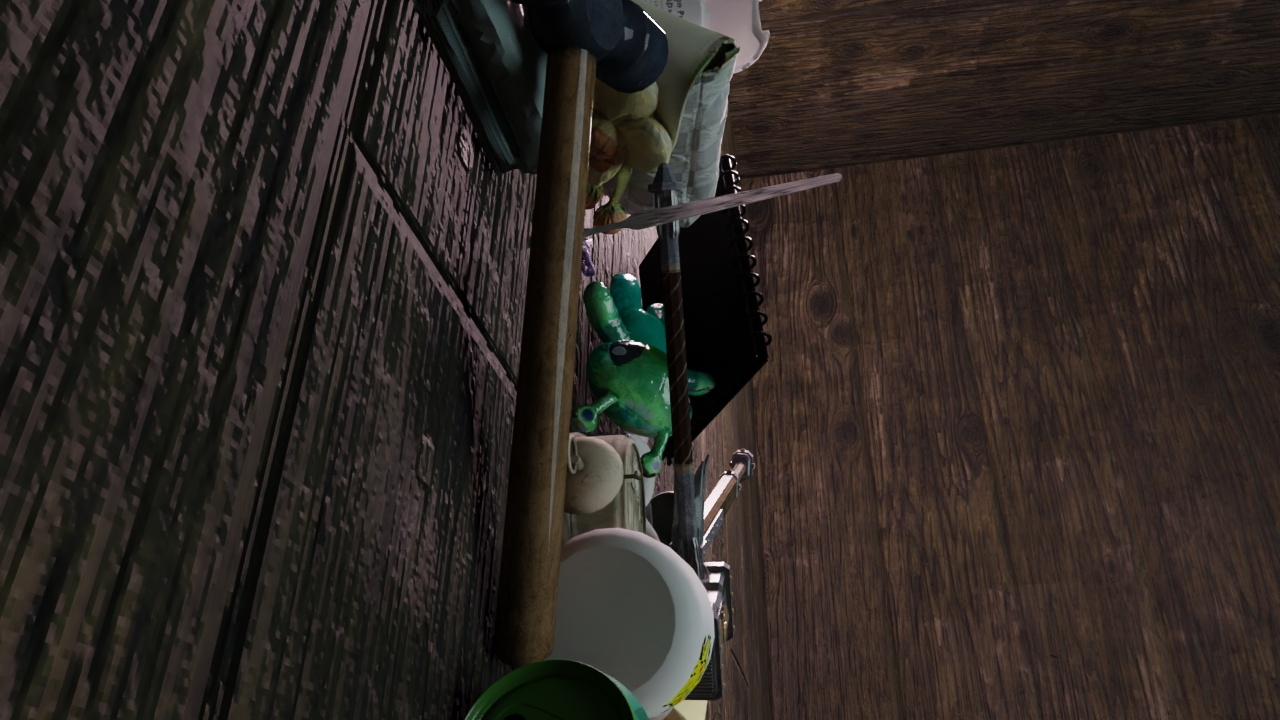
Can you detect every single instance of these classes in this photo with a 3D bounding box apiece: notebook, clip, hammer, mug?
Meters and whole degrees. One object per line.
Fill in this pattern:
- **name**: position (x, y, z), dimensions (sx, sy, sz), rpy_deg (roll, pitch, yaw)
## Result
- **notebook**: position (0.048, -0.050, 0.794), dimensions (0.170, 0.019, 0.231), rpy_deg (-53, -148, 44)
- **clip**: position (-0.040, -0.073, 0.656), dimensions (0.050, 0.014, 0.045), rpy_deg (-81, 166, -65)
- **hammer**: position (0.026, 0.040, 0.580), dimensions (0.098, 0.044, 0.322), rpy_deg (-38, 124, -77)
- **hammer**: position (0.069, 0.126, 0.797), dimensions (0.316, 0.028, 0.147), rpy_deg (-22, 115, -75)
- **hammer**: position (-0.041, -0.021, 0.421), dimensions (0.129, 0.040, 0.321), rpy_deg (3, 91, -65)
- **mug**: position (-0.017, 0.145, 0.469), dimensions (0.115, 0.094, 0.068), rpy_deg (-54, 158, -9)

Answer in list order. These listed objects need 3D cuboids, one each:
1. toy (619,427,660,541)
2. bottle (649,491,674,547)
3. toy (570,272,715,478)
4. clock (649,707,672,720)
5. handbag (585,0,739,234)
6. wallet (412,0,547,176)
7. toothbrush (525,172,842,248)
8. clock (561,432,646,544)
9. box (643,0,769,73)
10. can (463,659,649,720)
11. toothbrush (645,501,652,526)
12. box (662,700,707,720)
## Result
- **toy**: position (-0.007, 0.088, 0.687), dimensions (0.076, 0.037, 0.125), rpy_deg (61, 23, -59)
- **bottle**: position (0.040, 0.156, 0.881), dimensions (0.174, 0.055, 0.055), rpy_deg (47, 39, -76)
- **toy**: position (-0.004, 0.004, 0.677), dimensions (0.130, 0.073, 0.193), rpy_deg (38, 28, -20)
- **clock**: position (-0.001, 0.201, 0.643), dimensions (0.125, 0.044, 0.087), rpy_deg (73, 15, -49)
- **handbag**: position (-0.003, -0.153, 0.631), dimensions (0.123, 0.112, 0.172), rpy_deg (-53, 162, -23)
- **wallet**: position (-0.066, -0.164, 0.451), dimensions (0.132, 0.054, 0.100), rpy_deg (60, 25, -56)
- **toothbrush**: position (0.022, -0.084, 0.514), dimensions (0.010, 0.182, 0.010), rpy_deg (-8, 88, -77)
- **clock**: position (-0.024, 0.080, 0.546), dimensions (0.141, 0.054, 0.092), rpy_deg (73, 15, -59)
- **box**: position (0.022, -0.250, 0.684), dimensions (0.091, 0.160, 0.081), rpy_deg (-101, -169, -83)
- **can**: position (-0.024, 0.197, 0.396), dimensions (0.082, 0.083, 0.144), rpy_deg (-85, 166, -44)
- **toothbrush**: position (-0.001, 0.128, 0.752), dimensions (0.024, 0.022, 0.186), rpy_deg (-20, 108, -43)
- **box**: position (0.036, 0.280, 0.794), dimensions (0.187, 0.061, 0.133), rpy_deg (-50, 136, -77)
